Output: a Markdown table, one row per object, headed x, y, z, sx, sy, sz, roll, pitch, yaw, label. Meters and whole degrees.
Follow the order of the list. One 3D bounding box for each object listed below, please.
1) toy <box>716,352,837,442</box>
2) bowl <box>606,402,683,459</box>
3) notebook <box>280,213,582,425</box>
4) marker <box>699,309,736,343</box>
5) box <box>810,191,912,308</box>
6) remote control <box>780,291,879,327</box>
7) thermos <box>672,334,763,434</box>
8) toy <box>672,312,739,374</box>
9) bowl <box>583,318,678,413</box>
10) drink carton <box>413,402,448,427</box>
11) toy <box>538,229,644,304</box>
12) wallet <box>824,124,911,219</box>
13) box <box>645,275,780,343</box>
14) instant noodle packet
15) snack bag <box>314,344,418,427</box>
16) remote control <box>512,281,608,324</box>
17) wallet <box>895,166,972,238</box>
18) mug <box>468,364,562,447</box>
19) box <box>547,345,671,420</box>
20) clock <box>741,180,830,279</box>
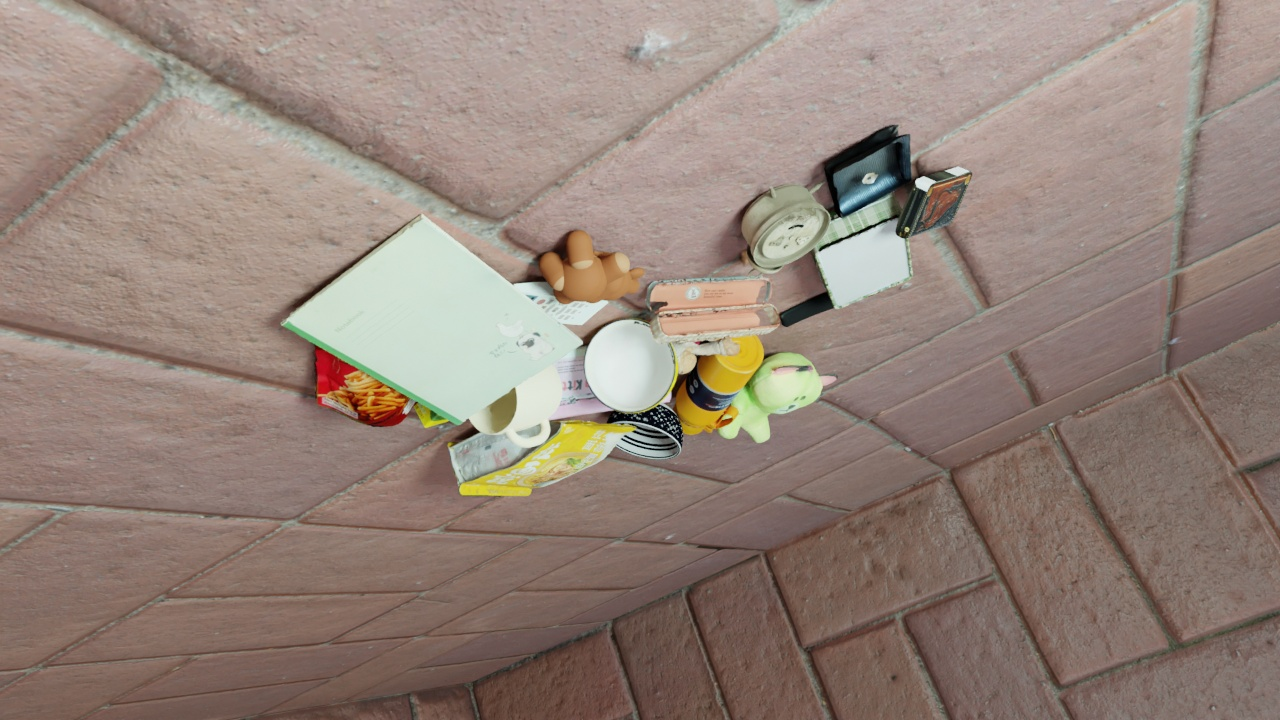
| x | y | z | sx | sy | sz | roll | pitch | yaw | label |
| --- | --- | --- | --- | --- | --- | --- | --- | --- | --- |
| 0.203 | 0.048 | 1.437 | 0.150 | 0.107 | 0.197 | 8 | 136 | -40 | toy |
| 0.010 | 0.095 | 1.401 | 0.120 | 0.066 | 0.120 | 12 | 151 | 7 | bowl |
| -0.201 | -0.028 | 0.932 | 0.182 | 0.010 | 0.252 | -32 | 140 | 16 | notebook |
| 0.091 | -0.039 | 1.244 | 0.124 | 0.017 | 0.021 | -31 | 155 | 27 | marker |
| 0.273 | -0.136 | 1.143 | 0.118 | 0.051 | 0.205 | -22 | 157 | 13 | box |
| 0.270 | -0.082 | 1.295 | 0.152 | 0.020 | 0.041 | -21 | 156 | 5 | remote control |
| 0.109 | 0.044 | 1.350 | 0.076 | 0.091 | 0.233 | -21 | 160 | -26 | thermos |
| 0.063 | -0.020 | 1.187 | 0.106 | 0.074 | 0.085 | -34 | 160 | 9 | toy |
| -0.007 | 0.007 | 1.152 | 0.117 | 0.117 | 0.067 | -25 | 174 | 12 | bowl |
| -0.213 | 0.020 | 1.061 | 0.135 | 0.058 | 0.042 | -39 | 166 | 37 | drink carton |
| -0.045 | -0.093 | 0.973 | 0.095 | 0.065 | 0.127 | -24 | 167 | 30 | toy |
| 0.245 | -0.202 | 0.990 | 0.089 | 0.026 | 0.115 | -28 | 157 | 7 | wallet |
| 0.091 | -0.064 | 1.121 | 0.186 | 0.082 | 0.042 | -7 | 163 | -33 | box |
| -0.134 | 0.126 | 1.297 | 0.222 | 0.084 | 0.162 | -22 | 160 | 29 | instant noodle packet |
| -0.280 | -0.013 | 0.972 | 0.138 | 0.066 | 0.208 | -4 | 143 | -23 | snack bag |
| -0.100 | -0.066 | 1.013 | 0.143 | 0.024 | 0.050 | 3 | 148 | -48 | remote control |
| 0.337 | -0.181 | 1.053 | 0.122 | 0.019 | 0.072 | -21 | 135 | -46 | wallet |
| -0.144 | 0.047 | 1.110 | 0.096 | 0.120 | 0.099 | -31 | 167 | 35 | mug |
| -0.045 | 0.037 | 1.232 | 0.201 | 0.077 | 0.147 | -8 | 155 | -27 | box |
| 0.149 | -0.140 | 1.019 | 0.092 | 0.054 | 0.141 | -11 | 149 | -27 | clock |
